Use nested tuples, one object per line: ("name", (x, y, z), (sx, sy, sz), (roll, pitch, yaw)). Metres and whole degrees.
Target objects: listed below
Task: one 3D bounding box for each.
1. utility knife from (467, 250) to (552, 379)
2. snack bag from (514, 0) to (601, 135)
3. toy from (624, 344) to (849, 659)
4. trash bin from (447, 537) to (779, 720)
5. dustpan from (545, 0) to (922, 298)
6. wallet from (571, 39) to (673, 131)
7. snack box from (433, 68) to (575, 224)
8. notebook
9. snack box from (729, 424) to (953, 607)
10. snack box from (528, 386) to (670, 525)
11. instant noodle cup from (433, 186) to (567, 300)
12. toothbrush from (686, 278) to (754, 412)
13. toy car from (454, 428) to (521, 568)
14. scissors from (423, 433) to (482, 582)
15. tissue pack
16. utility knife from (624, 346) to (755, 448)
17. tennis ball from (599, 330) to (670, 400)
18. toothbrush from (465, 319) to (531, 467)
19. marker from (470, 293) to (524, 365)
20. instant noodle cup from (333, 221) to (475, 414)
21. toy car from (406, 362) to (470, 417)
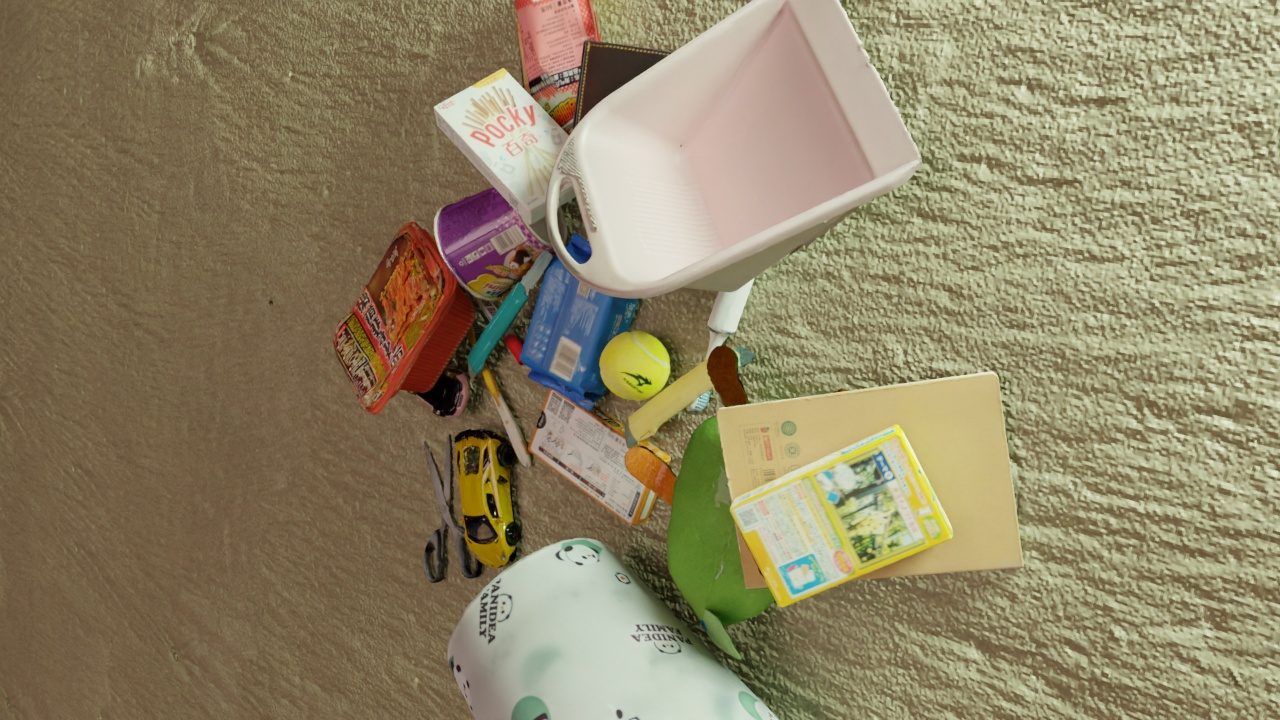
("utility knife", (-0.138, -0.046, 0.948), (0.206, 0.013, 0.029), (-48, 58, 41))
("snack bag", (-0.078, -0.296, 0.906), (0.129, 0.073, 0.208), (-7, 96, 44))
("toy", (0.089, 0.117, 0.767), (0.227, 0.089, 0.247), (23, 107, 20))
("trash bin", (-0.028, 0.306, 0.792), (0.252, 0.229, 0.230), (43, 116, 35))
("dustpan", (0.050, -0.166, 0.728), (0.274, 0.138, 0.222), (-46, 50, 39))
("wallet", (-0.013, -0.228, 0.849), (0.096, 0.020, 0.122), (8, 97, -2))
("snack box", (-0.120, -0.208, 0.886), (0.157, 0.084, 0.027), (48, 161, 17))
("notebook", (0.170, 0.095, 0.693), (0.208, 0.008, 0.148), (-9, 96, 15))
("snack box", (0.147, 0.116, 0.680), (0.141, 0.033, 0.087), (-28, 91, 18))
("snack box", (-0.044, 0.092, 0.911), (0.154, 0.026, 0.075), (31, 109, 33))
("instant noodle cup", (-0.135, -0.131, 0.932), (0.099, 0.111, 0.111), (-26, 76, 26))
("toothbrush", (0.081, -0.054, 0.808), (0.026, 0.026, 0.221), (-124, 50, -66))
("toy car", (-0.168, 0.151, 1.001), (0.071, 0.041, 0.156), (-7, 88, 38))
("scissors", (-0.226, 0.180, 1.065), (0.159, 0.014, 0.175), (37, 112, 32))
("tissue pack", (-0.057, -0.038, 0.901), (0.095, 0.052, 0.157), (29, 108, 32))
("utility knife", (0.038, 0.031, 0.822), (0.165, 0.018, 0.031), (-39, 68, 38))
("tennis ball", (-0.005, 0.005, 0.853), (0.066, 0.065, 0.065), (1, 92, 38))
("toothbrush", (-0.157, 0.031, 1.006), (0.016, 0.018, 0.191), (-37, 72, 36))
("marker", (-0.162, -0.052, 1.005), (0.017, 0.017, 0.145), (-51, 63, 27))
("instant noodle cup", (-0.255, -0.045, 1.014), (0.189, 0.079, 0.164), (-56, 43, 13))
("toy car", (-0.230, 0.026, 1.050), (0.122, 0.037, 0.056), (26, 101, 47))
